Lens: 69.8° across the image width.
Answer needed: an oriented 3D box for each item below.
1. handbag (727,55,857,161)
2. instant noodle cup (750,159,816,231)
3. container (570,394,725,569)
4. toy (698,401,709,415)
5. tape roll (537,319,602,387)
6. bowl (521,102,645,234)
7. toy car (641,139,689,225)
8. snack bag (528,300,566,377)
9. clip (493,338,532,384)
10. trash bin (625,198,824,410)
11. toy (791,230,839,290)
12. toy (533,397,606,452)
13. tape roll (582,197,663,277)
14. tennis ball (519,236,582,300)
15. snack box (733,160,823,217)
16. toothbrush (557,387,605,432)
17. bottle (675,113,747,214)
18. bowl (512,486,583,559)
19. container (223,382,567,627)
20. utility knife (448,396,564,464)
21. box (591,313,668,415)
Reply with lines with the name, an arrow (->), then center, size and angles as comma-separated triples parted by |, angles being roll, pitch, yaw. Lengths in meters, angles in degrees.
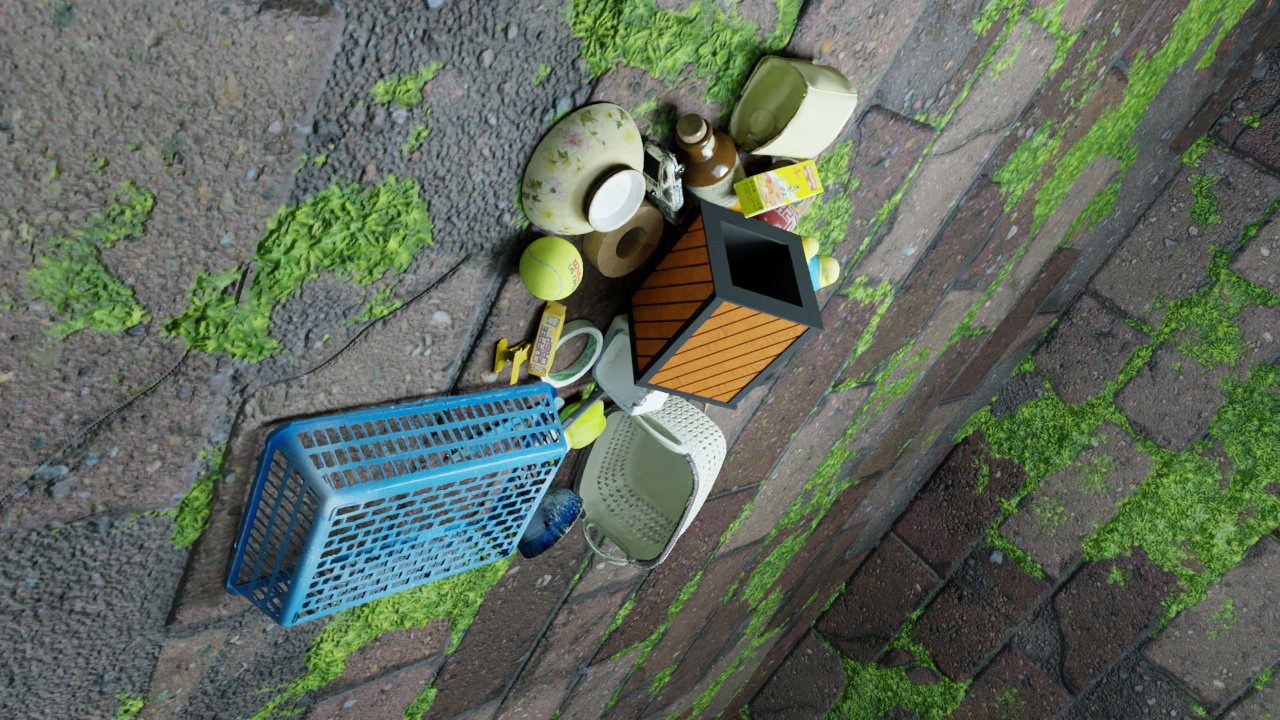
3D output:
handbag -> 0.168, -0.281, 1.036 | 0.119, 0.081, 0.111 | -12, 145, -48
instant noodle cup -> 0.158, -0.188, 1.132 | 0.112, 0.100, 0.100 | -45, 153, -16
container -> 0.015, 0.166, 1.319 | 0.142, 0.185, 0.252 | -26, 147, -47
toy -> 0.103, 0.015, 1.327 | 0.108, 0.134, 0.105 | 96, 4, -49
tape roll -> -0.087, -0.008, 1.116 | 0.093, 0.018, 0.094 | -32, 149, -23
bowl -> -0.042, -0.174, 0.910 | 0.145, 0.063, 0.145 | -32, 148, -23
toy car -> 0.022, -0.188, 0.992 | 0.040, 0.048, 0.113 | -38, 151, -14
snack bag -> -0.108, -0.023, 1.052 | 0.020, 0.026, 0.099 | -67, 177, -62
clip -> -0.142, -0.003, 1.044 | 0.046, 0.047, 0.054 | -2, 134, -18
trash bin -> 0.089, -0.059, 1.055 | 0.139, 0.139, 0.172 | 15, 140, -26
toy -> 0.184, -0.115, 1.268 | 0.213, 0.084, 0.149 | 11, 120, -55
toy -> -0.097, 0.094, 1.212 | 0.117, 0.043, 0.092 | -32, 154, -16
tape roll -> -0.019, -0.139, 1.024 | 0.093, 0.027, 0.094 | -32, 149, -22
tennis ball -> -0.092, -0.095, 0.946 | 0.065, 0.065, 0.065 | -32, 149, -22
snack box -> 0.159, -0.196, 1.042 | 0.029, 0.040, 0.147 | -16, -174, 40
toothbrush -> -0.062, 0.051, 1.178 | 0.166, 0.013, 0.013 | -44, 153, -50
bottle -> 0.075, -0.214, 1.007 | 0.068, 0.068, 0.157 | -44, 152, -1
bowl -> -0.140, 0.214, 1.277 | 0.114, 0.061, 0.114 | -39, -164, 13
container -> -0.252, 0.165, 1.034 | 0.361, 0.089, 0.258 | -8, 137, -45
utility knife -> -0.164, 0.085, 1.143 | 0.174, 0.015, 0.031 | -27, 144, -28
box -> -0.015, 0.009, 1.145 | 0.095, 0.102, 0.107 | -14, 139, -42
